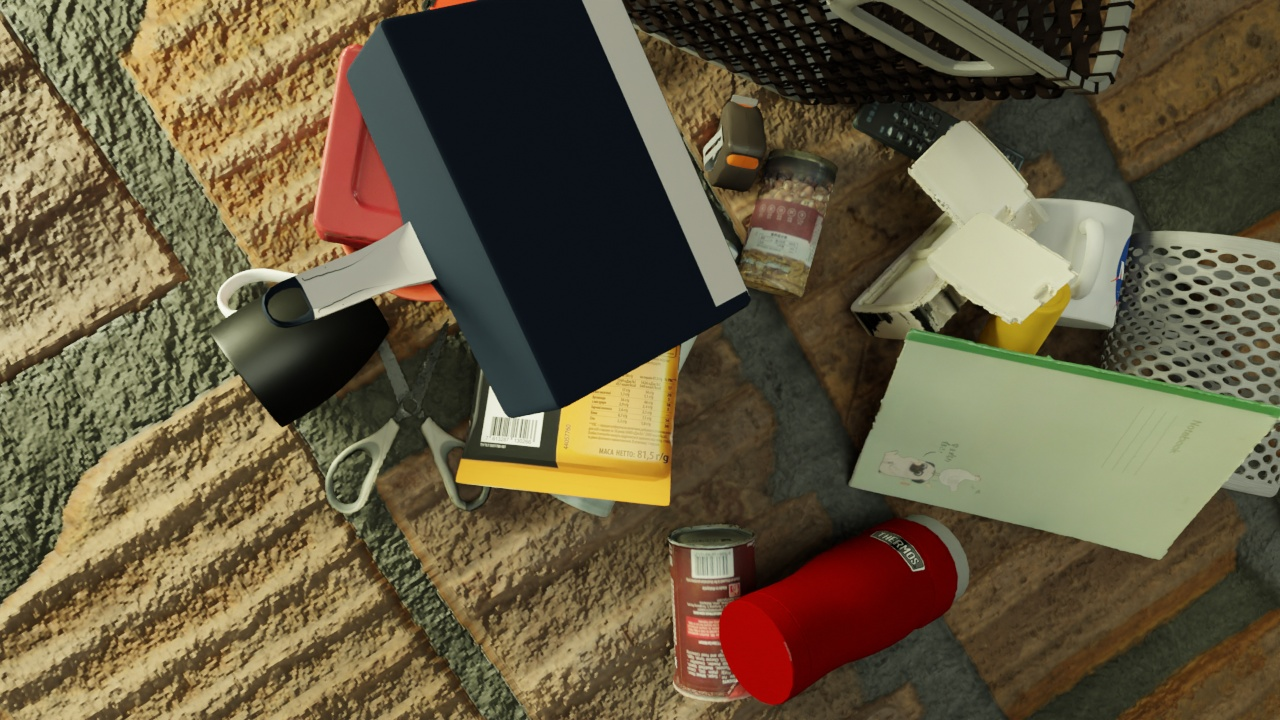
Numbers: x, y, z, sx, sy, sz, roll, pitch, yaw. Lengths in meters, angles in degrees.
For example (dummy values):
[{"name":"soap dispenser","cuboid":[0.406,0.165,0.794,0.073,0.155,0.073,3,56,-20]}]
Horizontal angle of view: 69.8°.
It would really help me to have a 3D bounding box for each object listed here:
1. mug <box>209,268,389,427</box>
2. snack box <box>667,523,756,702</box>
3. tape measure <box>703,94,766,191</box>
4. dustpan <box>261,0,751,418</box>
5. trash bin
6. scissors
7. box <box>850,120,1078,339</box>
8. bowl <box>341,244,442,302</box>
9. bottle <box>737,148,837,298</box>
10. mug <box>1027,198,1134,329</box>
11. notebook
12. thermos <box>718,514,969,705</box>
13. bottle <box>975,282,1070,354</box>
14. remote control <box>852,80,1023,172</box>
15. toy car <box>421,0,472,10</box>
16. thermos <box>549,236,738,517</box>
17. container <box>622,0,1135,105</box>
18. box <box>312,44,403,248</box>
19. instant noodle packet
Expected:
[{"name":"mug","cuboid":[-0.245,-0.027,0.652,0.100,0.085,0.119,-37,70,-17]},{"name":"snack box","cuboid":[0.059,0.195,0.721,0.072,0.072,0.121,-3,93,-11]},{"name":"tape measure","cuboid":[0.070,-0.162,0.706,0.038,0.059,0.058,8,53,-10]},{"name":"dustpan","cuboid":[-0.091,-0.085,0.562,0.272,0.080,0.236,-29,98,-35]},{"name":"trash bin","cuboid":[0.456,0.004,0.742,0.156,0.156,0.183,13,94,-11]},{"name":"scissors","cuboid":[-0.174,0.054,0.697,0.157,0.012,0.171,43,86,-12]},{"name":"box","cuboid":[0.230,-0.100,0.669,0.143,0.187,0.105,-44,104,-12]},{"name":"bowl","cuboid":[-0.156,-0.108,0.673,0.130,0.045,0.130,-1,94,-11]},{"name":"bottle","cuboid":[0.114,-0.106,0.718,0.056,0.056,0.105,15,91,-11]},{"name":"mug","cuboid":[0.340,-0.077,0.730,0.091,0.121,0.090,10,92,8]},{"name":"notebook","cuboid":[0.303,0.067,0.691,0.252,0.010,0.182,13,135,7]},{"name":"thermos","cuboid":[0.157,0.194,0.704,0.198,0.084,0.108,-15,130,-34]},{"name":"bottle","cuboid":[0.289,-0.014,0.719,0.043,0.144,0.043,-1,59,1]},{"name":"remote control","cuboid":[0.244,-0.180,0.757,0.150,0.022,0.047,24,89,-13]},{"name":"toy car","cuboid":[-0.108,-0.252,0.671,0.100,0.049,0.051,21,89,-11]},{"name":"thermos","cuboid":[-0.004,0.004,0.699,0.068,0.068,0.230,27,89,-11]},{"name":"container","cuboid":[0.145,-0.310,0.581,0.247,0.244,0.245,11,91,-35]},{"name":"box","cuboid":[-0.130,-0.127,0.612,0.157,0.087,0.129,9,87,-12]},{"name":"instant noodle packet","cuboid":[-0.044,-0.014,0.663,0.160,0.032,0.220,4,81,18]}]
